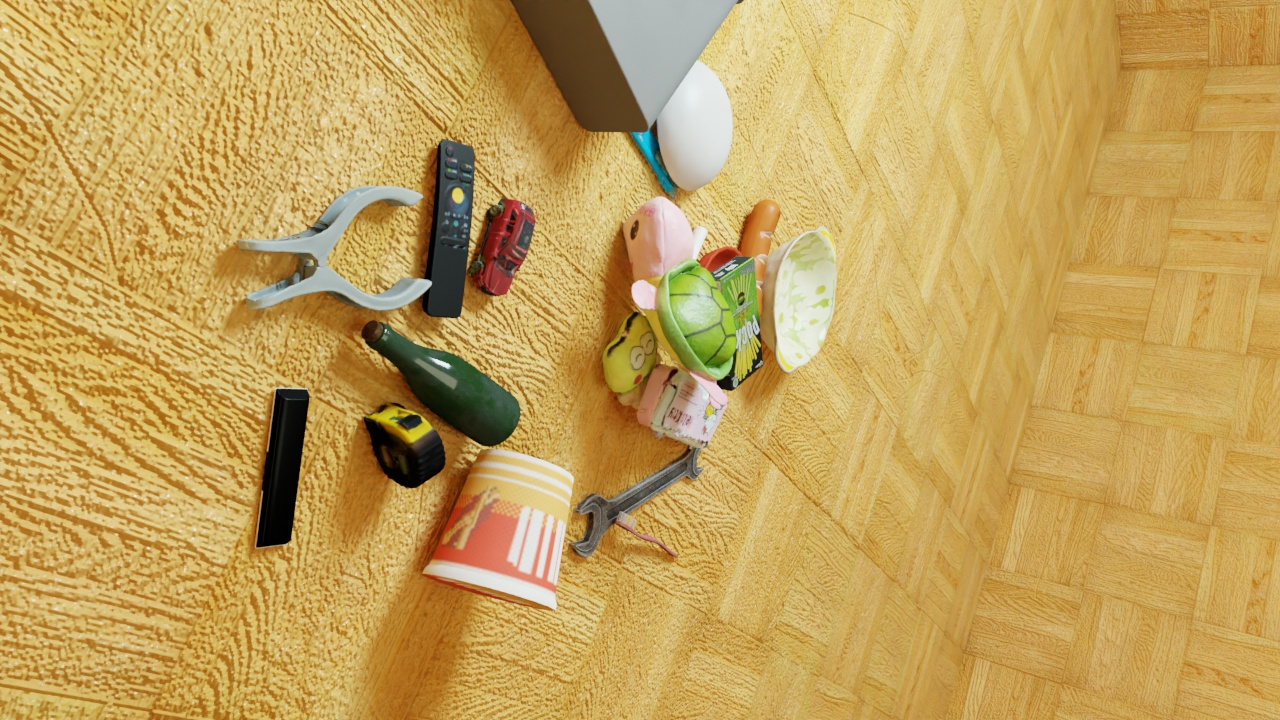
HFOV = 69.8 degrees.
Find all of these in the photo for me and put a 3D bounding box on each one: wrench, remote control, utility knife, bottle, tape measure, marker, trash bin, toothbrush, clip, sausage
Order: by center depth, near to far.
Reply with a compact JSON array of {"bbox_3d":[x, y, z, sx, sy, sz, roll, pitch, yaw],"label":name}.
[{"bbox_3d":[-0.273,0.083,0.703,0.028,0.012,0.124,4,95,-55],"label":"remote control"},{"bbox_3d":[-0.228,-0.055,0.719,0.171,0.029,0.143,-35,124,-44],"label":"clip"},{"bbox_3d":[-0.196,0.076,0.767,0.038,0.063,0.067,-34,126,-45],"label":"tape measure"},{"bbox_3d":[-0.174,0.016,0.790,0.174,0.055,0.055,45,62,-48],"label":"bottle"},{"bbox_3d":[-0.167,-0.113,0.796,0.041,0.020,0.152,2,96,-54],"label":"remote control"},{"bbox_3d":[-0.007,-0.365,0.890,0.219,0.098,0.192,-59,140,-25],"label":"trash bin"},{"bbox_3d":[0.009,-0.237,1.015,0.158,0.015,0.031,47,56,-47],"label":"utility knife"},{"bbox_3d":[0.051,-0.101,1.104,0.020,0.017,0.133,44,63,-51],"label":"marker"},{"bbox_3d":[0.005,0.158,1.113,0.272,0.010,0.070,-24,118,-50],"label":"wrench"},{"bbox_3d":[0.013,0.218,1.124,0.184,0.015,0.015,46,63,-55],"label":"toothbrush"},{"bbox_3d":[0.151,-0.132,1.213,0.039,0.044,0.164,18,83,-80],"label":"sausage"}]

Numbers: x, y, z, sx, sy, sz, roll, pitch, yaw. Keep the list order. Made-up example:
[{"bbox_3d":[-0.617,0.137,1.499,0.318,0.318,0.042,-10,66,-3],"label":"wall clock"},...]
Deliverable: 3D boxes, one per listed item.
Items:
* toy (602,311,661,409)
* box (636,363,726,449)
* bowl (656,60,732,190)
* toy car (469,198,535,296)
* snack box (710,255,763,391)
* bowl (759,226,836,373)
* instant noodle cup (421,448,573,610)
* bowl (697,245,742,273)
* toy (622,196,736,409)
[{"bbox_3d":[-0.006,0.006,1.030,0.091,0.046,0.115,-59,148,-32],"label":"toy"},{"bbox_3d":[0.054,0.060,1.089,0.086,0.044,0.202,-69,157,-4],"label":"box"},{"bbox_3d":[0.073,-0.271,1.055,0.149,0.043,0.149,-12,104,-59],"label":"bowl"},{"bbox_3d":[-0.125,-0.103,0.846,0.042,0.036,0.091,29,81,-54],"label":"toy car"},{"bbox_3d":[0.117,-0.046,1.139,0.080,0.025,0.148,-35,126,-45],"label":"snack box"},{"bbox_3d":[0.209,-0.088,1.293,0.188,0.060,0.219,43,63,-49],"label":"bowl"},{"bbox_3d":[-0.123,0.155,0.849,0.123,0.124,0.121,40,58,-51],"label":"instant noodle cup"},{"bbox_3d":[0.091,-0.083,1.149,0.121,0.035,0.122,-18,113,-51],"label":"bowl"},{"bbox_3d":[0.048,-0.060,0.997,0.189,0.088,0.238,-1,69,-66],"label":"toy"}]
